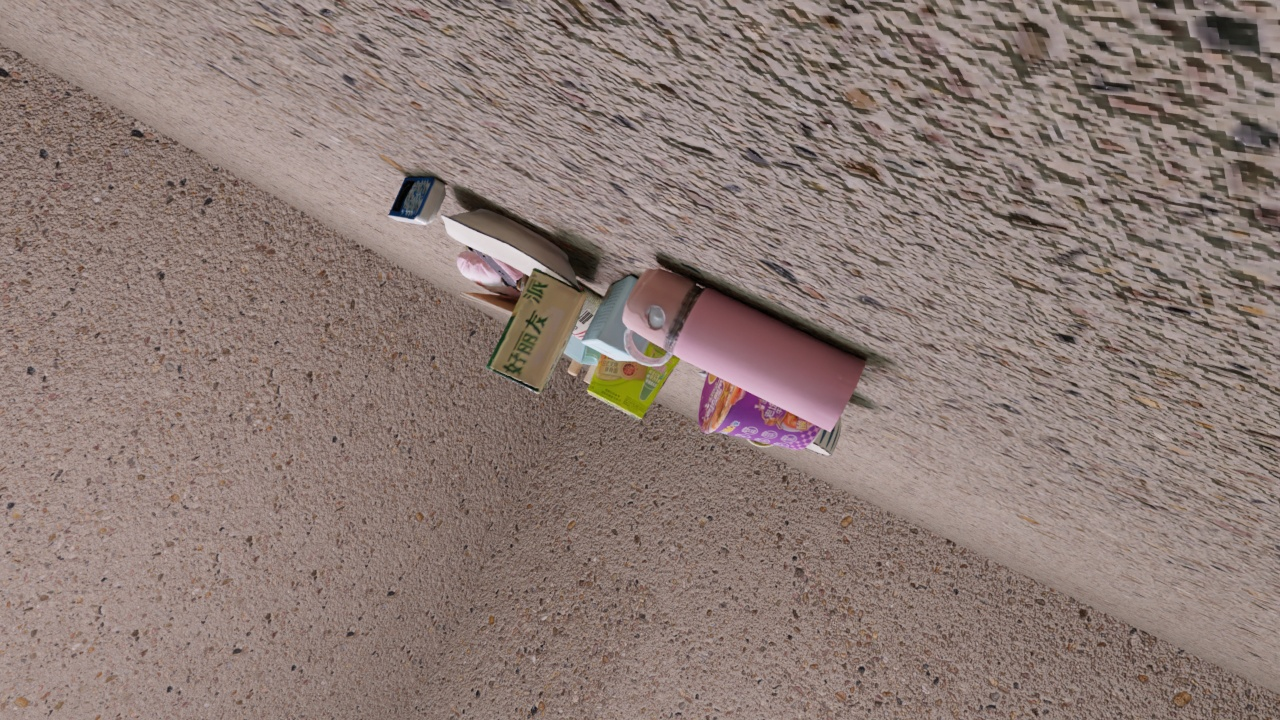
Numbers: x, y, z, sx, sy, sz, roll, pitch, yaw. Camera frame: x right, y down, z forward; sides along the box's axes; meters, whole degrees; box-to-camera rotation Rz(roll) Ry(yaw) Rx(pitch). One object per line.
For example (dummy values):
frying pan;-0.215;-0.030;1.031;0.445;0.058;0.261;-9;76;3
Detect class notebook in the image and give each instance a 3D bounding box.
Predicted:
notebook;-0.137;-0.073;1.333;0.148;0.008;0.207;21;-167;38

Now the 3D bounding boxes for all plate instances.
plate;-0.135;-0.123;0.996;0.163;0.034;0.164;27;176;-8

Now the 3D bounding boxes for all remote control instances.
remote control;-0.239;-0.170;0.978;0.024;0.049;0.125;26;177;-31

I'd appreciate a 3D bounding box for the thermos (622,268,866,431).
thermos;0.079;-0.004;0.769;0.198;0.087;0.067;25;-155;8

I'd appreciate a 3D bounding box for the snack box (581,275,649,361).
snack box;-0.019;-0.042;0.989;0.051;0.074;0.175;27;176;-8

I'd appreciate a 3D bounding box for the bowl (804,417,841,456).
bowl;0.170;0.051;1.007;0.116;0.066;0.116;27;175;2

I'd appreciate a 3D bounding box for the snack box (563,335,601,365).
snack box;-0.089;-0.037;1.376;0.074;0.052;0.175;8;-168;-32

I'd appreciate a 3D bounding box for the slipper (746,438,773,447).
slipper;0.160;0.070;1.223;0.091;0.081;0.191;32;174;-23

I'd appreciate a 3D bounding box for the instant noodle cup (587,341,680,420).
instant noodle cup;-0.007;0.007;1.182;0.111;0.123;0.112;27;176;2

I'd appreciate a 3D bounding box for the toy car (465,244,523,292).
toy car;-0.182;-0.131;1.209;0.056;0.037;0.122;17;158;52

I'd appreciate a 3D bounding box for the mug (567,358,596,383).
mug;-0.046;-0.005;1.431;0.125;0.103;0.084;24;176;29

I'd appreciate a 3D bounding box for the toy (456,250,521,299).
toy;-0.194;-0.120;1.331;0.121;0.054;0.159;22;-179;27

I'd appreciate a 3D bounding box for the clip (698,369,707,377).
clip;0.104;0.018;1.370;0.026;0.038;0.058;26;175;-20

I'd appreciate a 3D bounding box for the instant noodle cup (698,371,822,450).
instant noodle cup;0.119;0.031;0.860;0.099;0.111;0.111;21;177;-11

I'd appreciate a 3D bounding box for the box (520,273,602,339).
box;-0.082;-0.069;1.213;0.087;0.076;0.163;-1;156;37

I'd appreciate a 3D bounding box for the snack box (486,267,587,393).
snack box;-0.112;-0.027;1.021;0.063;0.114;0.240;26;177;-4
